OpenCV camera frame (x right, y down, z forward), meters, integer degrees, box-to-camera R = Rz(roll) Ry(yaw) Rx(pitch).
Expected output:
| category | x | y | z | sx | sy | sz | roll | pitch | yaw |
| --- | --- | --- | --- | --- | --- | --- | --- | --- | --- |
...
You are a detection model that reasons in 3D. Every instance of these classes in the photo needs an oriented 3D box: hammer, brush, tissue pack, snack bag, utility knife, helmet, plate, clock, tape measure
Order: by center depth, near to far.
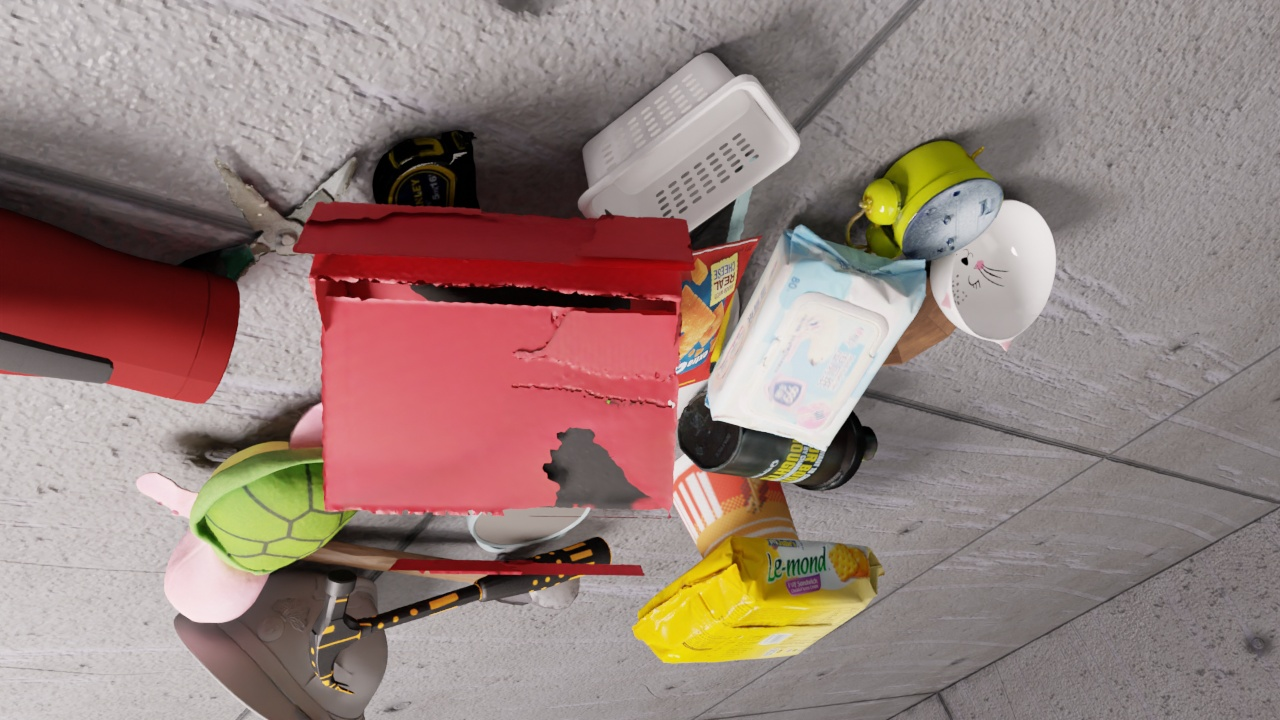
| category | x | y | z | sx | sy | sz | roll | pitch | yaw |
| --- | --- | --- | --- | --- | --- | --- | --- | --- | --- |
| tape measure | -0.126 | -0.102 | 0.541 | 0.061 | 0.034 | 0.062 | -14 | 136 | -19 |
| snack bag | 0.017 | -0.024 | 0.671 | 0.130 | 0.039 | 0.144 | -16 | 141 | -33 |
| clock | 0.211 | -0.114 | 0.692 | 0.119 | 0.057 | 0.083 | -25 | 147 | 4 |
| utility knife | 0.064 | -0.063 | 0.705 | 0.030 | 0.019 | 0.225 | -34 | 146 | -33 |
| tissue pack | 0.133 | -0.016 | 0.718 | 0.112 | 0.069 | 0.182 | 19 | 124 | -9 |
| plate | -0.004 | 0.004 | 0.735 | 0.208 | 0.015 | 0.209 | -29 | 145 | -24 |
| brush | -0.083 | 0.042 | 0.748 | 0.082 | 0.042 | 0.173 | -38 | 147 | -8 |
| plate | 0.241 | -0.042 | 0.839 | 0.131 | 0.025 | 0.131 | -15 | 146 | -10 |
| hammer | -0.151 | 0.216 | 0.846 | 0.319 | 0.036 | 0.123 | -6 | 117 | -45 |
| helmet | -0.299 | 0.248 | 0.851 | 0.117 | 0.183 | 0.271 | -49 | 164 | -14 |
| clock | -0.110 | 0.139 | 0.881 | 0.122 | 0.045 | 0.160 | -8 | 144 | -19 |
| hammer | -0.210 | 0.201 | 0.899 | 0.328 | 0.052 | 0.098 | 20 | 160 | -37 |
| snack bag | 0.121 | 0.244 | 0.916 | 0.246 | 0.068 | 0.160 | 13 | 135 | -40 |

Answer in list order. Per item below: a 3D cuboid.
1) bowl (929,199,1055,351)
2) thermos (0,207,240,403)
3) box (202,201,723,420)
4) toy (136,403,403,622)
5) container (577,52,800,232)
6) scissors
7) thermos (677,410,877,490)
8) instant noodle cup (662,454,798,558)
| category | x | y | z | sx | sy | sz | roll | pitch | yaw |
| --- | --- | --- | --- | --- | --- | --- | --- | --- | --- |
| bowl | 0.285 | -0.076 | 0.767 | 0.114 | 0.051 | 0.115 | -5 | 102 | -24 |
| thermos | -0.317 | -0.027 | 0.466 | 0.198 | 0.108 | 0.084 | 17 | 111 | -39 |
| box | -0.070 | -0.039 | 0.392 | 0.214 | 0.171 | 0.478 | 3 | -177 | -5 |
| toy | -0.287 | 0.117 | 0.715 | 0.238 | 0.087 | 0.190 | -39 | 151 | 14 |
| container | 0.024 | -0.130 | 0.572 | 0.129 | 0.049 | 0.080 | -34 | 145 | 18 |
| scissors | -0.213 | -0.049 | 0.587 | 0.202 | 0.015 | 0.204 | -36 | 143 | 24 |
| thermos | 0.130 | 0.074 | 0.867 | 0.220 | 0.098 | 0.098 | 10 | 136 | -47 |
| instant noodle cup | 0.101 | 0.162 | 0.963 | 0.123 | 0.121 | 0.124 | -15 | 146 | -10 |
